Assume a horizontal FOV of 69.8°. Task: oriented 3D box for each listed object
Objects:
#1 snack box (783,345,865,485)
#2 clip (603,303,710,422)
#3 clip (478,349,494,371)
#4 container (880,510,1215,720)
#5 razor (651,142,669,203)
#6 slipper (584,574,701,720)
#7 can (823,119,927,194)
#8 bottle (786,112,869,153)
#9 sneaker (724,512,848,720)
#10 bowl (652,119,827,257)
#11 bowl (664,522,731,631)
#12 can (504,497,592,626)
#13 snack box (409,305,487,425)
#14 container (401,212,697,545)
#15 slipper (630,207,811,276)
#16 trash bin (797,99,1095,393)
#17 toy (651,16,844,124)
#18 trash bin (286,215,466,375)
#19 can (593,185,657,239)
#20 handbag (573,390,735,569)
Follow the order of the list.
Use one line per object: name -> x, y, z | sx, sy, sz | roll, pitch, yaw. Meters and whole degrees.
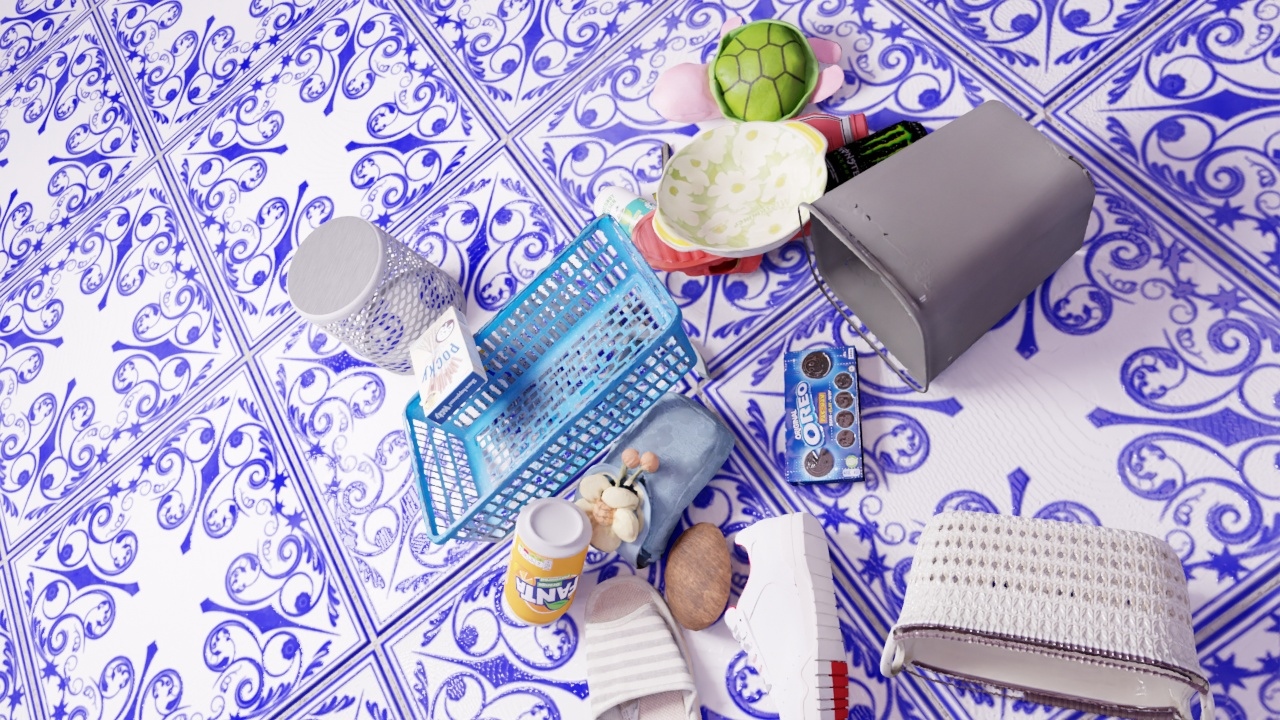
snack box -> 0.197, 0.059, 0.997 | 0.082, 0.027, 0.150 | -7, 68, 20
clip -> -0.015, 0.016, 1.101 | 0.173, 0.031, 0.164 | 38, 85, 31
clip -> -0.219, 0.006, 1.185 | 0.054, 0.048, 0.046 | -37, 16, 4
container -> 0.346, 0.224, 0.793 | 0.252, 0.185, 0.143 | 4, 60, 22
razor -> 0.033, -0.239, 1.180 | 0.026, 0.042, 0.105 | -13, 56, 20
slipper -> 0.007, 0.355, 0.951 | 0.114, 0.054, 0.272 | -23, 64, 7
can -> 0.260, -0.229, 1.054 | 0.137, 0.054, 0.054 | -24, 62, -3
bottle -> 0.185, -0.260, 1.105 | 0.177, 0.062, 0.062 | -10, 67, 19
sneaker -> 0.137, 0.274, 0.910 | 0.104, 0.090, 0.236 | -16, 66, 26
bowl -> 0.116, -0.182, 1.035 | 0.219, 0.060, 0.188 | -37, 57, -8
bowl -> 0.052, 0.224, 0.964 | 0.102, 0.026, 0.114 | -43, 41, 38
can -> -0.102, 0.219, 0.989 | 0.079, 0.143, 0.079 | 9, 41, -8
snack box -> -0.232, 0.004, 1.097 | 0.082, 0.026, 0.150 | -43, 38, 9
container -> -0.104, 0.029, 1.045 | 0.362, 0.089, 0.257 | -42, 38, 10
slipper -> 0.114, -0.152, 1.096 | 0.249, 0.059, 0.103 | -14, 62, 0
trash bin -> 0.313, -0.123, 0.935 | 0.220, 0.197, 0.197 | -36, 60, -1
toy -> 0.133, -0.352, 1.149 | 0.238, 0.087, 0.190 | -6, 85, 16
trash bin -> -0.340, -0.084, 1.185 | 0.157, 0.183, 0.156 | -8, 68, 19
can -> -0.008, -0.180, 1.159 | 0.101, 0.055, 0.055 | 34, 85, 29
handbag -> 0.008, 0.125, 0.999 | 0.122, 0.118, 0.192 | 40, 96, 31
